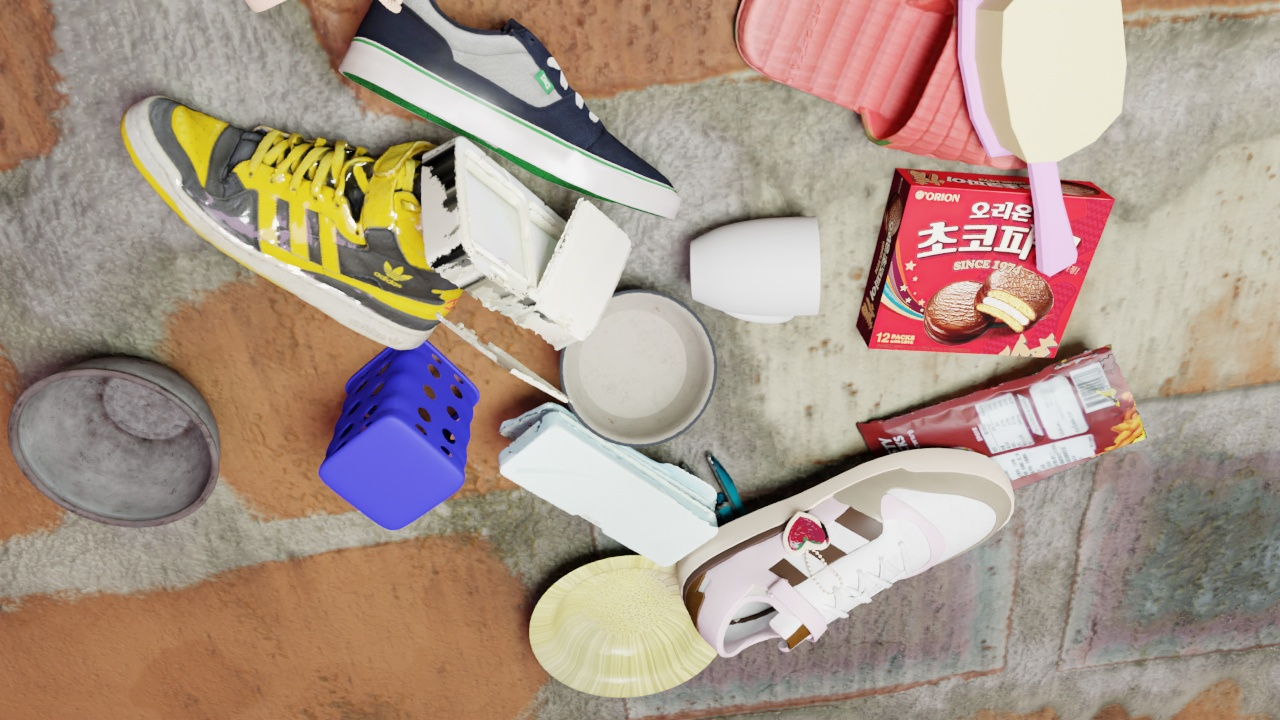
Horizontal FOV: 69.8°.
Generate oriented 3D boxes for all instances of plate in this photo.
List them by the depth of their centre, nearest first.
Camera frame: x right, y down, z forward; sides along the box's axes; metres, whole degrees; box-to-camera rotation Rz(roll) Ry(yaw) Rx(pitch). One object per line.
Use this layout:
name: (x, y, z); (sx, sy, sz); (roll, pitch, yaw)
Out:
plate: (-0.012, 0.242, 0.868); (0.184, 0.036, 0.185); (-2, 121, -4)

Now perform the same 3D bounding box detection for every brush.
brush: (0.267, -0.148, 0.595); (0.089, 0.043, 0.229); (-28, 122, -5)

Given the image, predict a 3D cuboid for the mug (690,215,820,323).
mug: (0.084, -0.058, 0.682); (0.089, 0.071, 0.107); (-1, 150, 6)

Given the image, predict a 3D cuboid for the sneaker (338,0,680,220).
sneaker: (-0.066, -0.166, 0.594); (0.235, 0.084, 0.079); (24, 93, -22)

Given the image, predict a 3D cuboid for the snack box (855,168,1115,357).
snack box: (0.256, -0.071, 0.697); (0.152, 0.035, 0.133); (3, 121, -6)

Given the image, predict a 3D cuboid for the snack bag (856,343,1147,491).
snack bag: (0.307, 0.069, 0.774); (0.208, 0.066, 0.139); (-27, 121, 19)

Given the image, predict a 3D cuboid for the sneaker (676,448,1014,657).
sneaker: (0.174, 0.166, 0.750); (0.294, 0.116, 0.112); (-18, 120, 5)

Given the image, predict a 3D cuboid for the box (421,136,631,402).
box: (-0.062, -0.045, 0.579); (0.081, 0.181, 0.143); (-23, 150, 23)

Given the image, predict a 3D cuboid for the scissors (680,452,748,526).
scissors: (0.084, 0.136, 0.822); (0.130, 0.019, 0.135); (15, 121, -14)

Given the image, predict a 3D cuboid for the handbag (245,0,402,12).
handbag: (-0.213, -0.260, 0.453); (0.117, 0.187, 0.199); (-22, 127, 9)

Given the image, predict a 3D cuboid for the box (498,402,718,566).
box: (-0.021, 0.101, 0.737); (0.199, 0.072, 0.086); (35, 149, -32)

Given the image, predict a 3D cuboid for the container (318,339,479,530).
container: (-0.179, 0.054, 0.694); (0.085, 0.113, 0.084); (-35, 118, 16)

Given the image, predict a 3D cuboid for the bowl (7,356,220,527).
bowl: (-0.390, 0.052, 0.704); (0.145, 0.067, 0.145); (-2, 122, -3)

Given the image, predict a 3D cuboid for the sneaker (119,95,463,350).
sneaker: (-0.205, -0.113, 0.604); (0.122, 0.085, 0.238); (-38, 121, 24)

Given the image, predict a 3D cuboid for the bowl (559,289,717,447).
bowl: (-0.004, 0.004, 0.696); (0.115, 0.059, 0.115); (0, 94, -6)

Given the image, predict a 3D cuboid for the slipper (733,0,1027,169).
slipper: (0.183, -0.190, 0.606); (0.248, 0.059, 0.104); (17, 119, -13)
